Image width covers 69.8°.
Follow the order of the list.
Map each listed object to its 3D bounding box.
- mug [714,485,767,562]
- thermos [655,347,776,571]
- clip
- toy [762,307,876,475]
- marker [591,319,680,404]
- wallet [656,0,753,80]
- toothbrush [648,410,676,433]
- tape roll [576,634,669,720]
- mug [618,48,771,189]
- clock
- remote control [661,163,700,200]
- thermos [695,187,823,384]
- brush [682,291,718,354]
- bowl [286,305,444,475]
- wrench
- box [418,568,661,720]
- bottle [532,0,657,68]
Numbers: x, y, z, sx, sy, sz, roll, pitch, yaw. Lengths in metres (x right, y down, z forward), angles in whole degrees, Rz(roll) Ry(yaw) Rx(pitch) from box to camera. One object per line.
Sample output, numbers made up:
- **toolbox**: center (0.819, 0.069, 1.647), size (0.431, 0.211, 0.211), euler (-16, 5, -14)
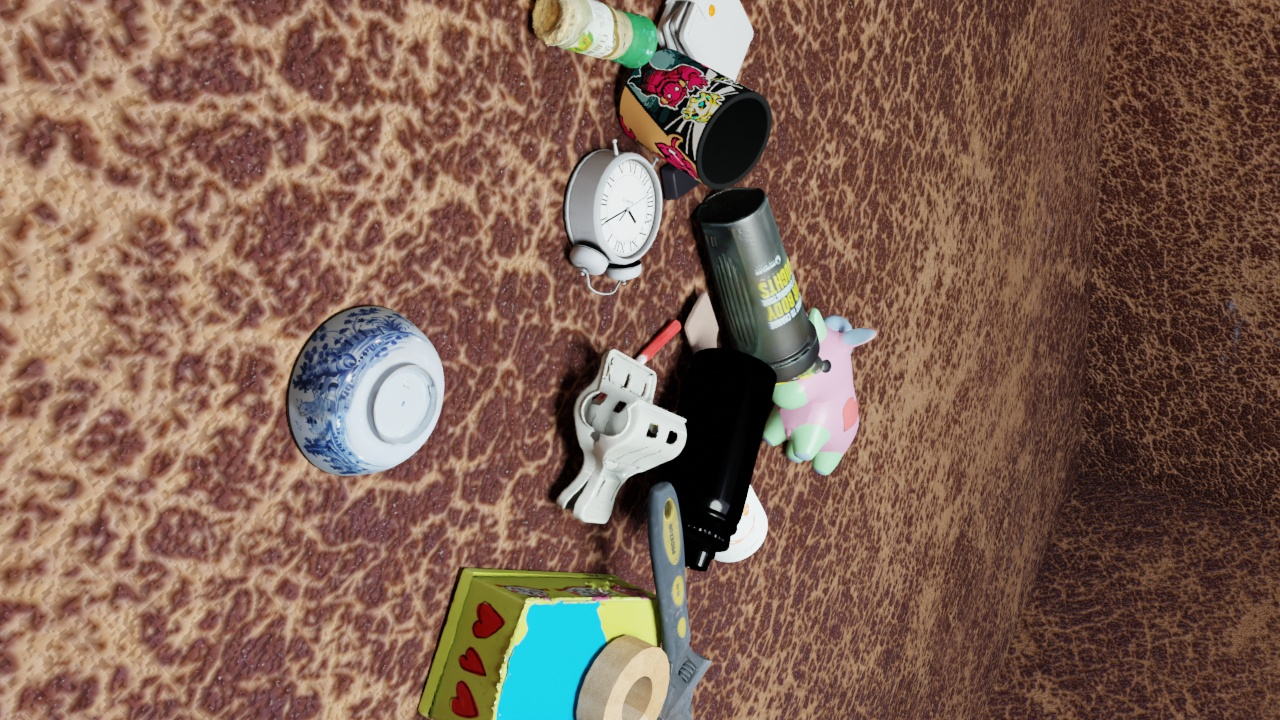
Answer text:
- **mug**: center (0.081, 0.152, 0.957), size (0.082, 0.082, 0.105), euler (-60, 144, -23)
- **thermos**: center (0.065, 0.095, 0.872), size (0.086, 0.086, 0.198), euler (48, 53, -50)
- **clip**: center (-0.008, 0.075, 0.792), size (0.126, 0.101, 0.152), euler (29, 72, -64)
- **toy**: center (0.218, 0.038, 1.101), size (0.222, 0.120, 0.171), euler (35, 81, -53)
- **marker**: center (-0.005, 0.005, 0.848), size (0.141, 0.013, 0.013), euler (-45, 134, -37)
- **wallet**: center (0.055, -0.279, 0.821), size (0.118, 0.037, 0.115), euler (40, 68, -56)
- **toothbrush**: center (0.058, 0.052, 0.950), size (0.154, 0.015, 0.022), euler (-12, 130, -53)
- **tape roll**: center (-0.013, 0.283, 0.778), size (0.093, 0.027, 0.094), euler (-23, 119, -49)
- **mug**: center (0.055, -0.197, 0.769), size (0.117, 0.098, 0.082), euler (9, 115, -52)
- **clock**: center (-0.022, -0.115, 0.763), size (0.094, 0.035, 0.122), euler (6, 95, -55)
- **remote control**: center (0.064, -0.193, 0.879), size (0.136, 0.015, 0.032), euler (-41, 132, -41)
- **thermos**: center (0.119, -0.066, 0.939), size (0.097, 0.098, 0.221), euler (-51, 134, -33)
- **brush**: center (0.067, -0.012, 0.948), size (0.049, 0.015, 0.136), euler (-61, 149, -28)
- **bowl**: center (-0.166, 0.024, 0.593), size (0.114, 0.045, 0.114), euler (-23, 119, -50)
- **wrench**: center (0.029, 0.227, 0.823), size (0.073, 0.022, 0.274), euler (-29, 124, -38)
- **box**: center (-0.072, 0.245, 0.777), size (0.220, 0.079, 0.124), euler (18, 86, -54)
- **bottle**: center (-0.033, -0.251, 0.697), size (0.110, 0.043, 0.043), euler (-9, 108, -53)
